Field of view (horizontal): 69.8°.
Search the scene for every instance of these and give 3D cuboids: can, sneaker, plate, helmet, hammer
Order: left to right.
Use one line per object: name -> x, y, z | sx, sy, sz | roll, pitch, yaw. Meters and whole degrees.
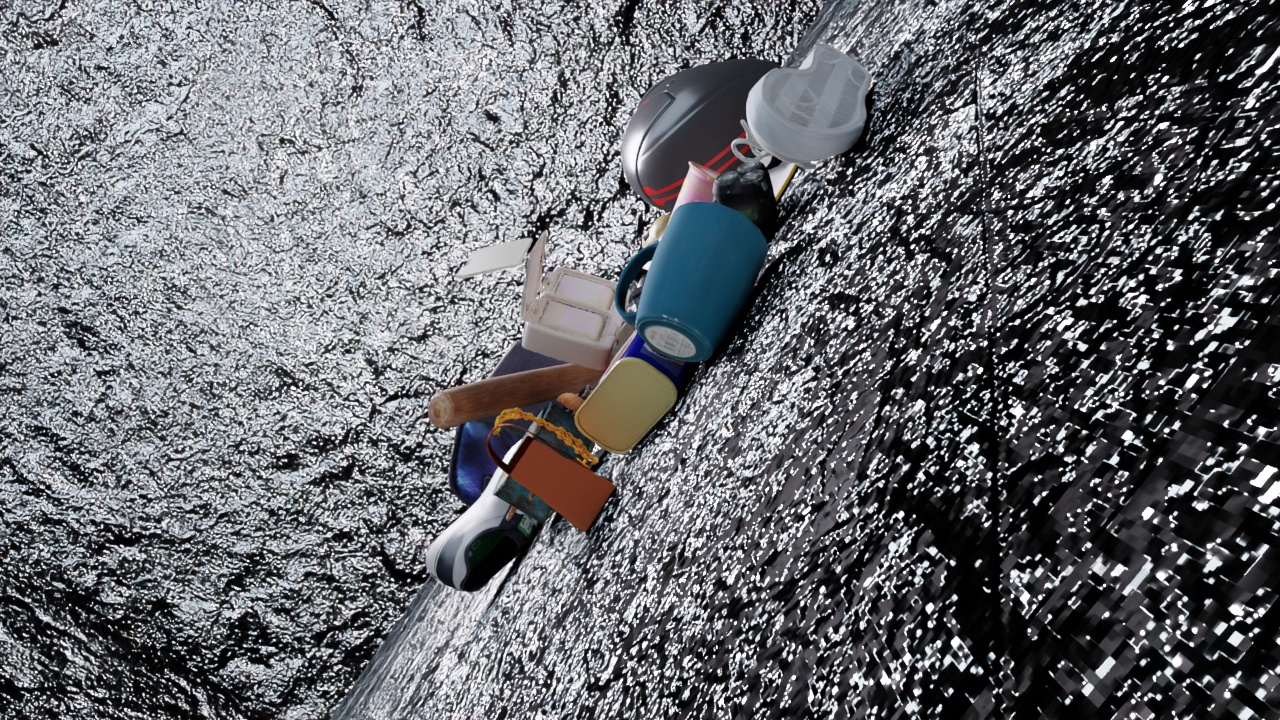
sneaker -> -0.140, 0.171, 1.063 | 0.079, 0.084, 0.234 | 14, 55, 46
hammer -> -0.110, 0.032, 1.011 | 0.300, 0.037, 0.158 | -12, -33, -51
can -> 0.003, 0.012, 0.783 | 0.117, 0.056, 0.092 | -50, 6, 46
helmet -> 0.079, -0.269, 1.131 | 0.265, 0.164, 0.169 | -29, 31, 29
plate -> 0.103, -0.146, 1.033 | 0.230, 0.021, 0.229 | -55, 5, 7
sneaker -> 0.133, -0.194, 0.768 | 0.091, 0.089, 0.241 | -57, -3, 34

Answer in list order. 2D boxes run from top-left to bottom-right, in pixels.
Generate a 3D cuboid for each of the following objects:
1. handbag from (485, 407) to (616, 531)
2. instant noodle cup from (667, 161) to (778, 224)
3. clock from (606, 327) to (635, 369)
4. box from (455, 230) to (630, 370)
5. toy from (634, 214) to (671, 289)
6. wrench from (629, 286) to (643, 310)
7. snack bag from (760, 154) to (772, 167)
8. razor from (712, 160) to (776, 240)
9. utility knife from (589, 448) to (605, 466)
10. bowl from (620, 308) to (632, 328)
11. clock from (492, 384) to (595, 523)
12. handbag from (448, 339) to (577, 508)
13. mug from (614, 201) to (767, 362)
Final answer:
handbag -> -0.085, 0.087, 0.809 | 0.060, 0.109, 0.172 | -56, 5, -8
instant noodle cup -> 0.066, -0.124, 0.899 | 0.109, 0.097, 0.097 | -61, 3, 16
clock -> -0.005, 0.006, 0.955 | 0.087, 0.044, 0.124 | -53, 6, 26
box -> -0.103, -0.092, 0.980 | 0.143, 0.193, 0.107 | -76, 3, -57
toy -> 0.050, -0.153, 1.246 | 0.112, 0.096, 0.175 | -44, 24, 62
wrench -> -0.010, -0.031, 1.137 | 0.073, 0.022, 0.274 | -19, -30, -38
snack bag -> 0.107, -0.185, 1.036 | 0.158, 0.013, 0.056 | -52, 8, 32
razor -> 0.077, -0.110, 0.835 | 0.053, 0.067, 0.152 | -85, 20, -56
utility knife -> -0.008, 0.046, 0.873 | 0.152, 0.015, 0.022 | -54, -24, 17
bowl -> -0.027, -0.013, 1.253 | 0.114, 0.045, 0.114 | -55, 5, 7
clock -> -0.087, 0.096, 0.971 | 0.157, 0.073, 0.122 | -63, 9, -30
handbag -> -0.170, 0.107, 1.315 | 0.223, 0.125, 0.204 | 105, -170, -46
mug -> 0.031, -0.058, 0.719 | 0.112, 0.084, 0.104 | 6, 60, 34
